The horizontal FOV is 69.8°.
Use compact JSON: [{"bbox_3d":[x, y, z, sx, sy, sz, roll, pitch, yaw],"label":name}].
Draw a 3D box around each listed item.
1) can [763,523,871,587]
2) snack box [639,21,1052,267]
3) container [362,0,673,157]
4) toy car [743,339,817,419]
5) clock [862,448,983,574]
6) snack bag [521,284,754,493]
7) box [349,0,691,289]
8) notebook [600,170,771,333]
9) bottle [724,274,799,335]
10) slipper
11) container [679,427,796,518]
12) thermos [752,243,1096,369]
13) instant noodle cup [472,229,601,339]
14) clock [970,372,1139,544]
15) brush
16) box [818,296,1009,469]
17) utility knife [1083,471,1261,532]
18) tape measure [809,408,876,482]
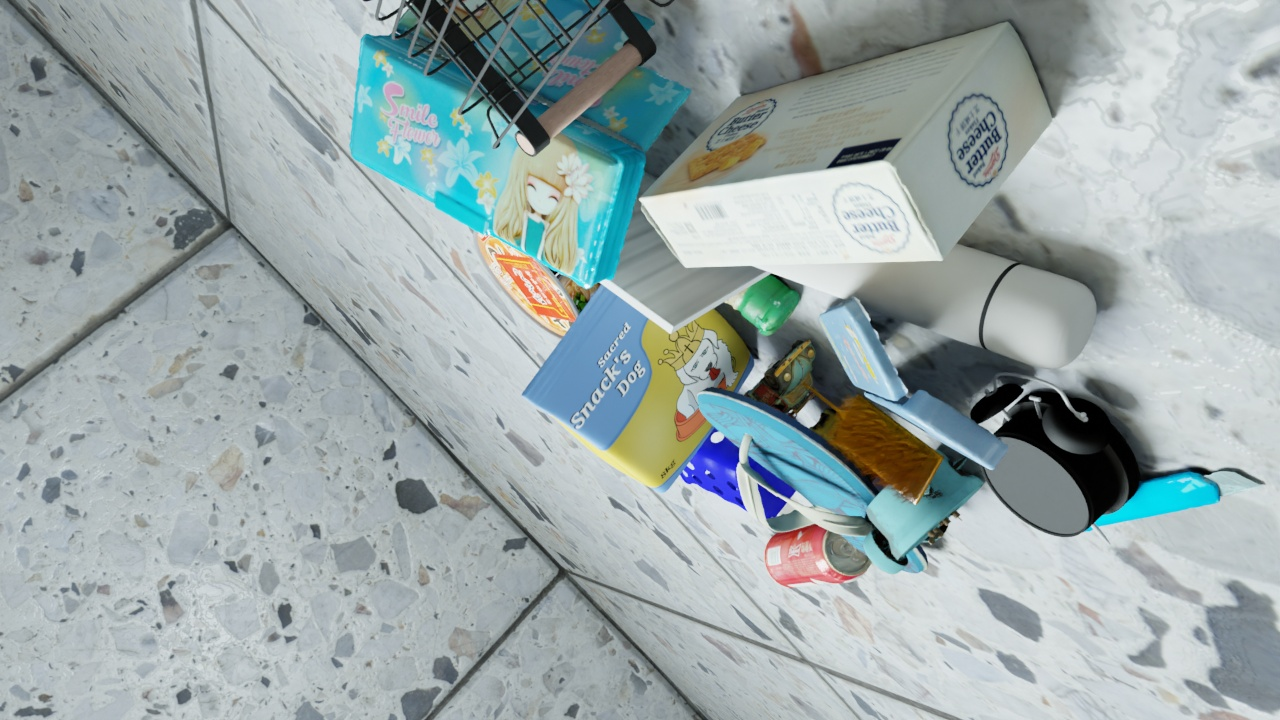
[{"bbox_3d":[0.190,0.208,0.989,0.067,0.067,0.170,44,160,3],"label":"can"},{"bbox_3d":[0.098,-0.106,0.494,0.057,0.104,0.208,51,159,-24],"label":"snack box"},{"bbox_3d":[-0.026,-0.212,0.434,0.130,0.162,0.242,49,160,-11],"label":"container"},{"bbox_3d":[0.124,0.022,0.778,0.047,0.047,0.112,43,161,6],"label":"toy car"},{"bbox_3d":[0.218,0.121,0.726,0.053,0.089,0.124,49,146,22],"label":"clock"},{"bbox_3d":[-0.005,0.004,0.770,0.102,0.159,0.205,32,173,32],"label":"snack bag"},{"bbox_3d":[-0.085,-0.172,0.606,0.227,0.182,0.071,30,-169,22],"label":"box"},{"bbox_3d":[-0.015,-0.105,0.676,0.210,0.142,0.009,37,132,20],"label":"notebook"},{"bbox_3d":[0.069,-0.067,0.715,0.111,0.043,0.043,40,160,15],"label":"bottle"},{"bbox_3d":[0.151,0.123,0.788,0.295,0.060,0.118,42,157,-31],"label":"slipper"},{"bbox_3d":[0.098,0.092,0.914,0.114,0.085,0.084,22,152,44],"label":"container"},{"bbox_3d":[0.157,-0.053,0.556,0.224,0.052,0.052,27,154,41],"label":"thermos"},{"bbox_3d":[-0.053,-0.101,0.768,0.123,0.121,0.124,38,160,17],"label":"instant noodle cup"},{"bbox_3d":[0.257,0.058,0.579,0.091,0.042,0.121,20,141,58],"label":"clock"},{"bbox_3d":[0.166,0.055,0.693,0.126,0.017,0.048,42,123,38],"label":"brush"},{"bbox_3d":[0.162,0.015,0.596,0.127,0.034,0.209,44,-175,4],"label":"box"},{"bbox_3d":[0.316,0.091,0.587,0.031,0.015,0.175,42,159,0],"label":"utility knife"},{"bbox_3d":[0.180,0.085,0.805,0.063,0.038,0.067,32,156,31],"label":"tape measure"}]
